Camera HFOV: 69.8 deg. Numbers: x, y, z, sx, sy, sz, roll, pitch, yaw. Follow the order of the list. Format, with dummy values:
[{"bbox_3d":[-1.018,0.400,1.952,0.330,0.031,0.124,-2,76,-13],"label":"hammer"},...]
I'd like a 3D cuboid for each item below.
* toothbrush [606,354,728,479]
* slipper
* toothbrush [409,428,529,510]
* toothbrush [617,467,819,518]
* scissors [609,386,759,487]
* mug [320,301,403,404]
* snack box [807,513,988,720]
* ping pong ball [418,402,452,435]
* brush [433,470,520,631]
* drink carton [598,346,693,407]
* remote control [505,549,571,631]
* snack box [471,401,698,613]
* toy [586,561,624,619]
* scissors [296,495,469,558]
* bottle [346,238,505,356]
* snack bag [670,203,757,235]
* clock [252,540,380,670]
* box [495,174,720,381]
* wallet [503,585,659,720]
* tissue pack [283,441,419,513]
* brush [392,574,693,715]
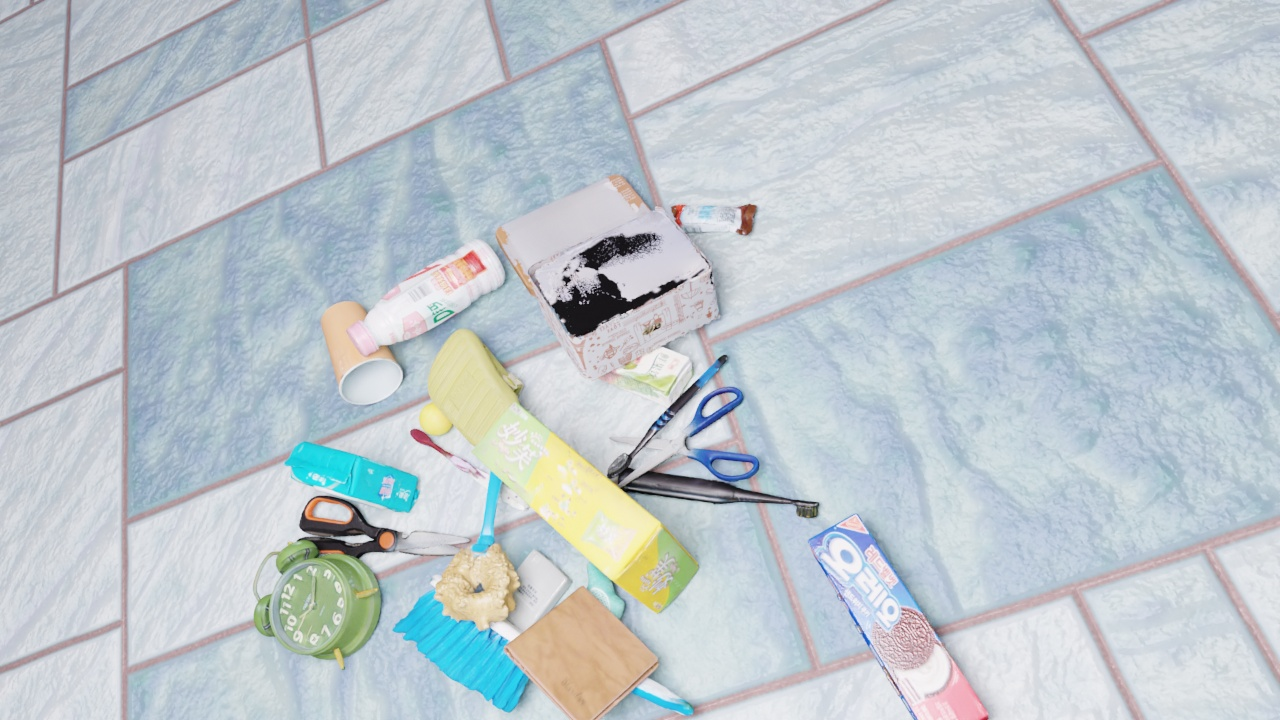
[{"bbox_3d":[0.030,0.058,0.985,0.014,0.016,0.189,37,73,31],"label":"toothbrush"},{"bbox_3d":[-0.180,0.042,1.057,0.092,0.081,0.190,-51,44,7],"label":"slipper"},{"bbox_3d":[-0.199,0.126,1.063,0.188,0.017,0.016,28,76,26],"label":"toothbrush"},{"bbox_3d":[0.079,0.138,0.950,0.213,0.026,0.027,6,99,21],"label":"toothbrush"},{"bbox_3d":[0.052,0.088,0.971,0.175,0.012,0.162,25,66,32],"label":"scissors"},{"bbox_3d":[-0.354,-0.014,1.150,0.078,0.078,0.122,-36,55,2],"label":"mug"},{"bbox_3d":[0.227,0.241,0.831,0.058,0.057,0.207,-31,60,2],"label":"snack box"},{"bbox_3d":[-0.242,0.069,1.088,0.040,0.040,0.040,-8,65,17],"label":"ping pong ball"},{"bbox_3d":[-0.160,0.168,0.975,0.083,0.046,0.254,0,45,3],"label":"brush"},{"bbox_3d":[-0.006,0.006,1.025,0.122,0.045,0.053,22,64,25],"label":"drink carton"},{"bbox_3d":[-0.134,0.270,0.973,0.056,0.019,0.135,34,83,29],"label":"remote control"},{"bbox_3d":[-0.053,0.148,0.916,0.210,0.158,0.070,36,79,29],"label":"snack box"},{"bbox_3d":[-0.054,0.269,0.940,0.092,0.030,0.096,-41,67,8],"label":"toy"},{"bbox_3d":[-0.302,0.222,1.061,0.235,0.021,0.148,24,85,22],"label":"scissors"},{"bbox_3d":[-0.260,-0.072,1.110,0.196,0.068,0.068,-36,59,-19],"label":"bottle"},{"bbox_3d":[0.083,-0.167,1.079,0.105,0.026,0.045,3,60,20],"label":"snack bag"},{"bbox_3d":[-0.369,0.268,1.029,0.161,0.056,0.116,19,83,22],"label":"clock"},{"bbox_3d":[-0.047,-0.115,1.050,0.176,0.082,0.259,-27,50,-10],"label":"box"},{"bbox_3d":[-0.055,0.281,0.874,0.115,0.020,0.101,35,52,30],"label":"wallet"},{"bbox_3d":[-0.324,0.133,1.038,0.093,0.133,0.050,10,75,27],"label":"tissue pack"},{"bbox_3d":[-0.104,0.303,0.909,0.315,0.060,0.109,27,76,25],"label":"brush"}]
